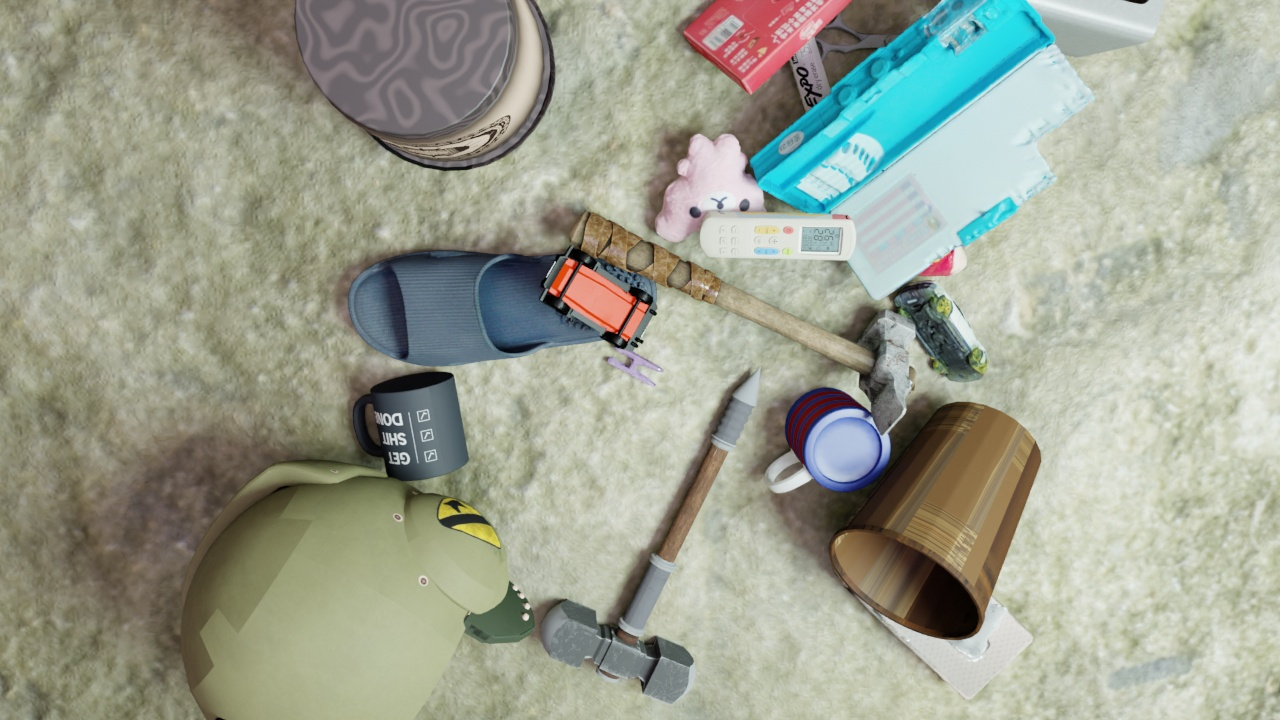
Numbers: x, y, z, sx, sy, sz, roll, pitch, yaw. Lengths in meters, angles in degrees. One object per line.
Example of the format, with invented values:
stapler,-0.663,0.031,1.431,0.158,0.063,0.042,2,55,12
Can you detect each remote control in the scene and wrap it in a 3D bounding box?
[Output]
remote control,0.111,-0.101,0.747,0.126,0.018,0.038,2,130,9

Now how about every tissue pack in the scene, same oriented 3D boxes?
tissue pack,0.282,0.230,0.865,0.181,0.071,0.104,44,97,-7

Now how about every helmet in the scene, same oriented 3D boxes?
helmet,-0.228,0.189,0.711,0.233,0.255,0.250,36,98,-14

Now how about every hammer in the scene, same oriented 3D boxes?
hammer,0.089,-0.045,0.771,0.318,0.121,0.049,25,132,-5
hammer,0.038,0.153,0.846,0.156,0.043,0.322,25,97,-8

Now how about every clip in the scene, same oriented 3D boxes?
clip,-0.004,0.001,0.822,0.053,0.013,0.037,13,100,-4

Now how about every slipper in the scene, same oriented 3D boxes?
slipper,-0.114,-0.043,0.771,0.263,0.082,0.101,-4,103,-4

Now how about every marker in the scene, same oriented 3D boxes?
marker,0.147,-0.226,0.771,0.025,0.025,0.126,-22,110,1

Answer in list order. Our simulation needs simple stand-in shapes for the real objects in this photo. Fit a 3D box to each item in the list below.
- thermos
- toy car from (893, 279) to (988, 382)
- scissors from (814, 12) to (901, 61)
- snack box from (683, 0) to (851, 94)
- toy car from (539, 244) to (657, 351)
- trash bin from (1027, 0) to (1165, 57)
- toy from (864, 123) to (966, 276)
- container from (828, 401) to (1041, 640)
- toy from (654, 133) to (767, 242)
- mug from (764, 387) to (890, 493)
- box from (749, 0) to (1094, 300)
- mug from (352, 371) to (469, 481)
thermos,-0.149,-0.222,0.655,0.172,0.226,0.173,-1,102,-4
toy car,0.271,-0.027,0.819,0.033,0.048,0.105,-43,103,-29
scissors,0.195,-0.262,0.779,0.171,0.014,0.090,21,101,-6
snack box,0.109,-0.285,0.736,0.133,0.089,0.021,-42,146,5
toy car,-0.036,-0.049,0.740,0.100,0.049,0.051,31,86,-26
trash bin,0.348,-0.371,0.713,0.114,0.114,0.229,12,101,-6
toy,0.241,-0.141,0.785,0.105,0.067,0.137,3,94,4
container,0.259,0.128,0.783,0.132,0.132,0.166,48,61,-11
toy,0.061,-0.145,0.770,0.099,0.052,0.096,-4,128,-3
mug,0.159,0.080,0.817,0.112,0.076,0.075,-38,102,4
box,0.222,-0.174,0.722,0.172,0.083,0.228,40,126,-19
mug,-0.205,0.056,0.798,0.105,0.071,0.077,-2,103,24
